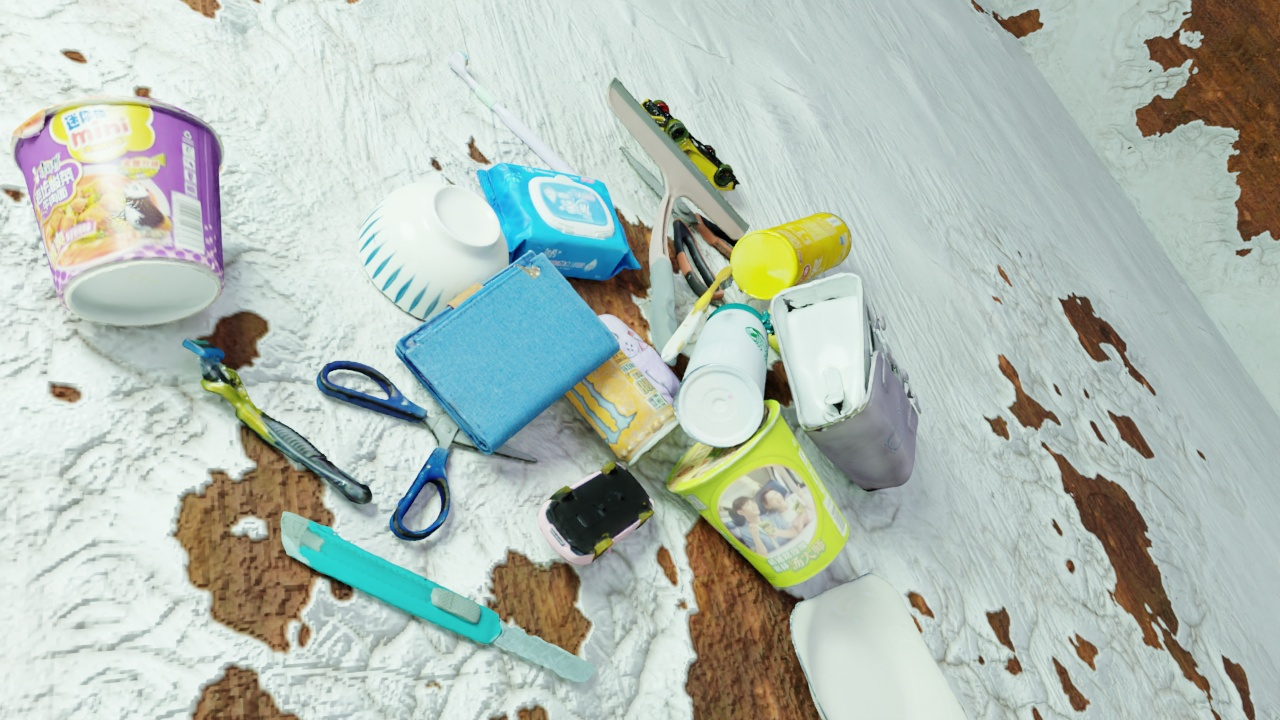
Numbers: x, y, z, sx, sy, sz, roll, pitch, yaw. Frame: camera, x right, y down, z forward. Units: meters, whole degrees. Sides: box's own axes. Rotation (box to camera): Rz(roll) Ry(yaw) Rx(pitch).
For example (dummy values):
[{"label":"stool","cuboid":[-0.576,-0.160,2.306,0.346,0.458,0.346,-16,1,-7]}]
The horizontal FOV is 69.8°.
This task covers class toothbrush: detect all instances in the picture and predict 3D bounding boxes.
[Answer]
[{"label":"toothbrush","cuboid":[0.056,-0.043,0.844,0.190,0.016,0.018,-54,129,-53]},{"label":"toothbrush","cuboid":[-0.114,-0.227,0.896,0.189,0.029,0.021,45,78,-6]}]

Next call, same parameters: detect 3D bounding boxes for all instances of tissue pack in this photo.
[{"label":"tissue pack","cuboid":[-0.069,-0.124,0.820,0.156,0.052,0.095,2,56,-43]}]

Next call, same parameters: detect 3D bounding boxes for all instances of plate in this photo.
[{"label":"plate","cuboid":[0.186,0.263,0.739,0.164,0.034,0.163,-3,60,-46]}]

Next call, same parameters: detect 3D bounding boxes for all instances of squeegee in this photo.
[{"label":"squeegee","cuboid":[0.025,-0.098,0.873,0.247,0.040,0.249,39,44,-42]}]

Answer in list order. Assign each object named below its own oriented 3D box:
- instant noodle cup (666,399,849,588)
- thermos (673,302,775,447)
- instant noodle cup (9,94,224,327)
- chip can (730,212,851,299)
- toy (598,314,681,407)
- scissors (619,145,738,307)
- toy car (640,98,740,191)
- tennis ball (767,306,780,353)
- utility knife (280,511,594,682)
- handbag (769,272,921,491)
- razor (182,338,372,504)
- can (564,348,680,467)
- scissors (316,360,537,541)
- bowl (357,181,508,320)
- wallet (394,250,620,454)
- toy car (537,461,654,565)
[{"label":"instant noodle cup","cuboid":[0.101,0.114,0.741,0.123,0.112,0.111,52,37,-8]},{"label":"thermos","cuboid":[0.078,0.001,0.785,0.073,0.073,0.223,43,19,-5]},{"label":"instant noodle cup","cuboid":[-0.294,-0.079,0.532,0.111,0.112,0.099,-1,68,-44]},{"label":"chip can","cuboid":[0.171,-0.120,1.011,0.072,0.072,0.212,52,31,6]},{"label":"toy","cuboid":[-0.005,0.005,0.776,0.108,0.039,0.083,48,17,-1]},{"label":"scissors","cuboid":[0.055,-0.144,0.989,0.227,0.015,0.188,34,40,-15]},{"label":"toy car","cuboid":[0.054,-0.238,1.036,0.155,0.041,0.071,31,21,-37]},{"label":"tennis ball","cuboid":[0.160,-0.036,0.952,0.065,0.066,0.065,25,43,-26]},{"label":"utility knife","cuboid":[-0.120,0.150,0.564,0.223,0.013,0.029,32,40,-19]},{"label":"handbag","cuboid":[0.200,0.028,0.859,0.197,0.099,0.144,43,39,-54]},{"label":"razor","cuboid":[-0.221,0.042,0.558,0.142,0.022,0.043,44,-6,-10]},{"label":"can","cuboid":[-0.035,0.012,0.721,0.146,0.058,0.058,48,37,9]},{"label":"scissors","cuboid":[-0.145,0.048,0.631,0.162,0.012,0.172,37,37,-14]},{"label":"bowl","cuboid":[-0.149,-0.092,0.705,0.116,0.066,0.116,25,43,-26]},{"label":"wallet","cuboid":[-0.095,-0.009,0.662,0.106,0.040,0.132,48,61,4]},{"label":"toy car","cuboid":[-0.032,0.112,0.664,0.056,0.037,0.122,51,25,10]}]
